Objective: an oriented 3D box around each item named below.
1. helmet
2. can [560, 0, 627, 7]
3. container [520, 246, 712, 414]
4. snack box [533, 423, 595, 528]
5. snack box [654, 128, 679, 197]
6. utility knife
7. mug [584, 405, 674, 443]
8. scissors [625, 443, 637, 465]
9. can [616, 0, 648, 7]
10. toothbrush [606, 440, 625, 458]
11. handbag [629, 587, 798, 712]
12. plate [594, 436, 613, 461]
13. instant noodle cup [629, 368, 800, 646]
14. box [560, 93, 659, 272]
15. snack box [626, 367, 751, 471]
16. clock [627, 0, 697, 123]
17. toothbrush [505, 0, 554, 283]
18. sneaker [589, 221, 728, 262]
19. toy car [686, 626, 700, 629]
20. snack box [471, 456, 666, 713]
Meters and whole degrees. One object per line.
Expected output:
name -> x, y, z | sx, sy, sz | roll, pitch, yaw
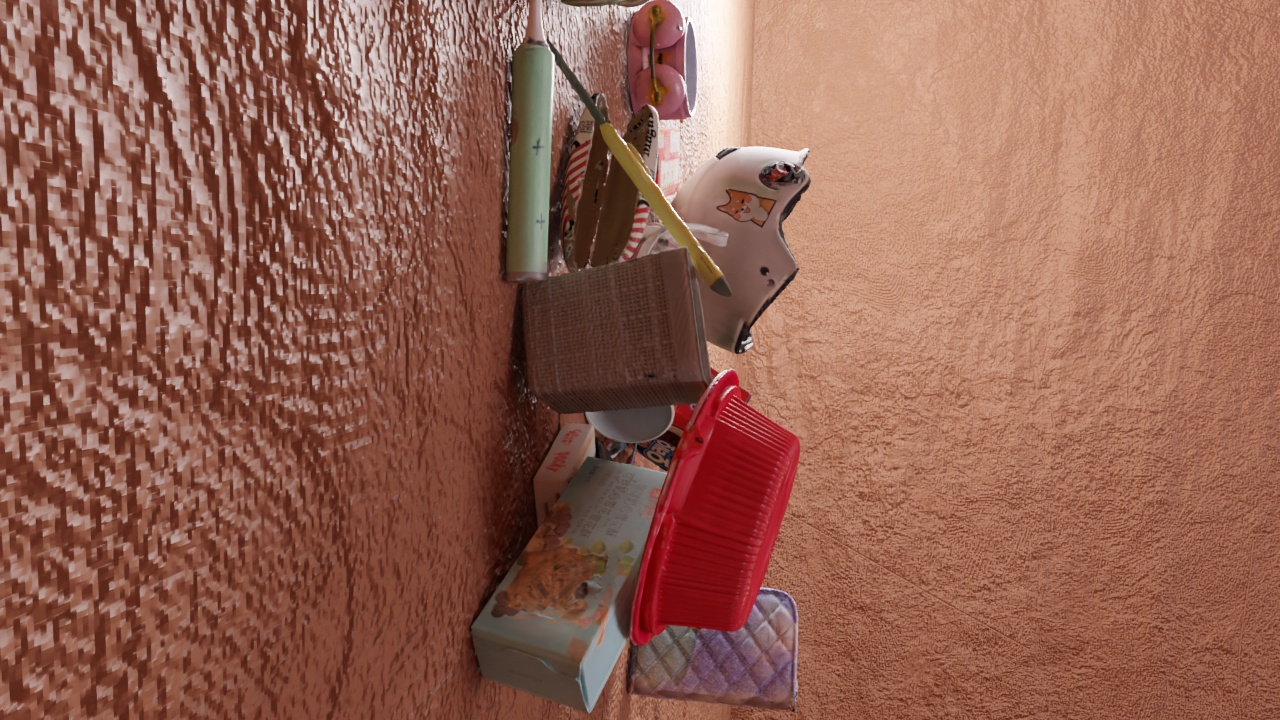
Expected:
helmet -> 0.102, -0.151, 1.123 | 0.230, 0.157, 0.273 | 113, -8, -65
can -> -0.035, -0.323, 0.623 | 0.057, 0.058, 0.147 | -71, 161, -57
container -> -0.015, -0.014, 0.618 | 0.090, 0.114, 0.090 | 58, 24, -72
snack box -> -0.054, 0.136, 0.713 | 0.084, 0.027, 0.157 | -66, 156, -63
snack box -> 0.022, -0.227, 1.052 | 0.152, 0.025, 0.075 | -53, 145, -72
utility knife -> -0.004, -0.131, 0.636 | 0.220, 0.022, 0.031 | 50, -14, 3
mug -> -0.005, 0.005, 0.835 | 0.122, 0.078, 0.078 | -83, 170, -48
scissors -> -0.012, 0.113, 0.909 | 0.130, 0.017, 0.133 | -74, 179, -71
can -> -0.003, -0.356, 0.789 | 0.059, 0.058, 0.116 | 81, 15, -46
toothbrush -> -0.007, 0.051, 0.957 | 0.027, 0.026, 0.220 | 50, 21, -8
handbag -> 0.089, 0.336, 1.084 | 0.076, 0.194, 0.134 | 78, 18, -62
plate -> -0.021, 0.152, 0.766 | 0.179, 0.024, 0.179 | 175, -89, -84
instant noodle cup -> 0.058, 0.106, 0.610 | 0.193, 0.066, 0.194 | 18, 89, -76
box -> -0.015, -0.133, 0.714 | 0.075, 0.083, 0.163 | 89, 6, -57
snack box -> 0.043, 0.062, 0.909 | 0.057, 0.058, 0.208 | -59, -176, -19
clock -> 0.022, -0.303, 0.942 | 0.158, 0.060, 0.117 | -27, 118, -76
toothbrush -> -0.067, -0.160, 0.569 | 0.026, 0.027, 0.224 | -174, -94, -64
sneaker -> 0.011, -0.078, 0.810 | 0.240, 0.118, 0.088 | -82, -172, -58
toy car -> 0.050, 0.252, 0.990 | 0.105, 0.032, 0.048 | -96, -173, -81
snack box -> -0.034, 0.138, 0.600 | 0.174, 0.074, 0.052 | -55, 148, -49
